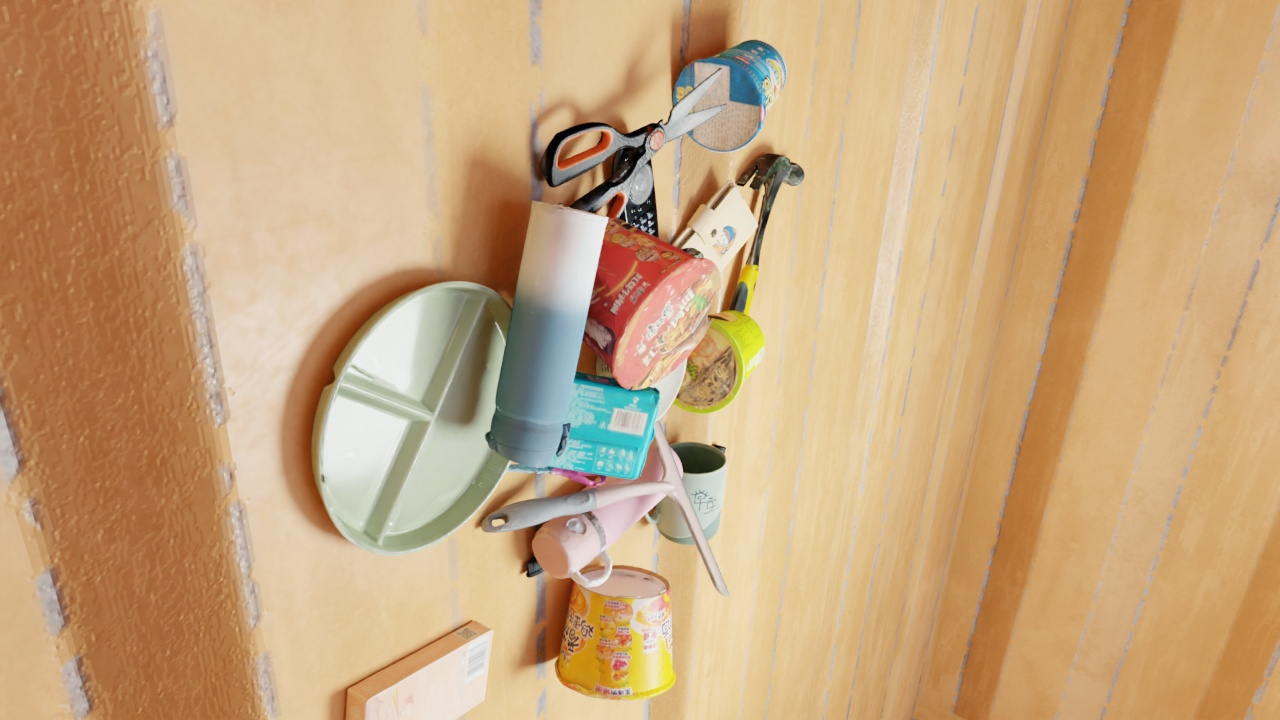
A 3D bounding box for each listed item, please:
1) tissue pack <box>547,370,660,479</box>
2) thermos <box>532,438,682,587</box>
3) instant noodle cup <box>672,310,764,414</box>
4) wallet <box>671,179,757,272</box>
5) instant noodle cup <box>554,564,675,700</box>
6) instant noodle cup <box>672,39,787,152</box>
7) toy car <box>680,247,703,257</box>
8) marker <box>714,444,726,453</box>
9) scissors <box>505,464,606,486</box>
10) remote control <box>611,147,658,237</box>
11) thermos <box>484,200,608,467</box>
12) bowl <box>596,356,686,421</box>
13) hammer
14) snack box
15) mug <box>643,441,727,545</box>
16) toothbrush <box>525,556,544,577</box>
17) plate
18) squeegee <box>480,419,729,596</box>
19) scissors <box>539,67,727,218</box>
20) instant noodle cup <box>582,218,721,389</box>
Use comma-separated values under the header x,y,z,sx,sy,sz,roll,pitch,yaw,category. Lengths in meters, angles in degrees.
x,y,z,sx,sy,sz,roll,pitch,yaw,category
-0.052,0.058,0.868,0.133,0.050,0.093,11,105,-17,tissue pack
-0.027,0.164,0.985,0.198,0.087,0.067,-36,161,-47,thermos
0.087,-0.008,1.066,0.123,0.112,0.112,-28,129,-60,instant noodle cup
0.083,-0.139,1.040,0.115,0.024,0.087,-49,135,-11,wallet
-0.024,0.296,1.022,0.137,0.138,0.110,-5,102,-57,instant noodle cup
0.101,-0.281,0.950,0.109,0.099,0.099,-50,144,-46,instant noodle cup
0.023,-0.086,0.967,0.120,0.045,0.053,-25,129,-44,toy car
0.091,0.179,1.247,0.022,0.020,0.132,-50,156,-86,marker
-0.092,0.104,0.879,0.133,0.056,0.017,5,119,-38,scissors
-0.007,-0.158,0.901,0.053,0.024,0.137,-37,134,-38,remote control
-0.079,-0.020,0.768,0.070,0.070,0.220,-4,109,-57,thermos
-0.006,0.006,0.955,0.113,0.062,0.114,-33,133,-45,bowl
0.131,-0.098,1.150,0.126,0.032,0.323,0,106,-58,hammer
-0.200,0.306,0.839,0.157,0.026,0.084,-14,118,-55,snack box
0.048,0.166,1.121,0.111,0.082,0.106,-7,117,-24,mug
-0.063,0.185,1.009,0.188,0.014,0.018,-31,121,-48,toothbrush
-0.172,0.046,0.744,0.229,0.027,0.230,-34,134,-45,plate
-0.042,0.140,0.920,0.249,0.247,0.040,-6,153,-35,squeegee
-0.003,-0.189,0.855,0.228,0.022,0.190,-14,127,-43,scissors
-0.011,-0.058,0.841,0.137,0.108,0.138,-37,150,-27,instant noodle cup
